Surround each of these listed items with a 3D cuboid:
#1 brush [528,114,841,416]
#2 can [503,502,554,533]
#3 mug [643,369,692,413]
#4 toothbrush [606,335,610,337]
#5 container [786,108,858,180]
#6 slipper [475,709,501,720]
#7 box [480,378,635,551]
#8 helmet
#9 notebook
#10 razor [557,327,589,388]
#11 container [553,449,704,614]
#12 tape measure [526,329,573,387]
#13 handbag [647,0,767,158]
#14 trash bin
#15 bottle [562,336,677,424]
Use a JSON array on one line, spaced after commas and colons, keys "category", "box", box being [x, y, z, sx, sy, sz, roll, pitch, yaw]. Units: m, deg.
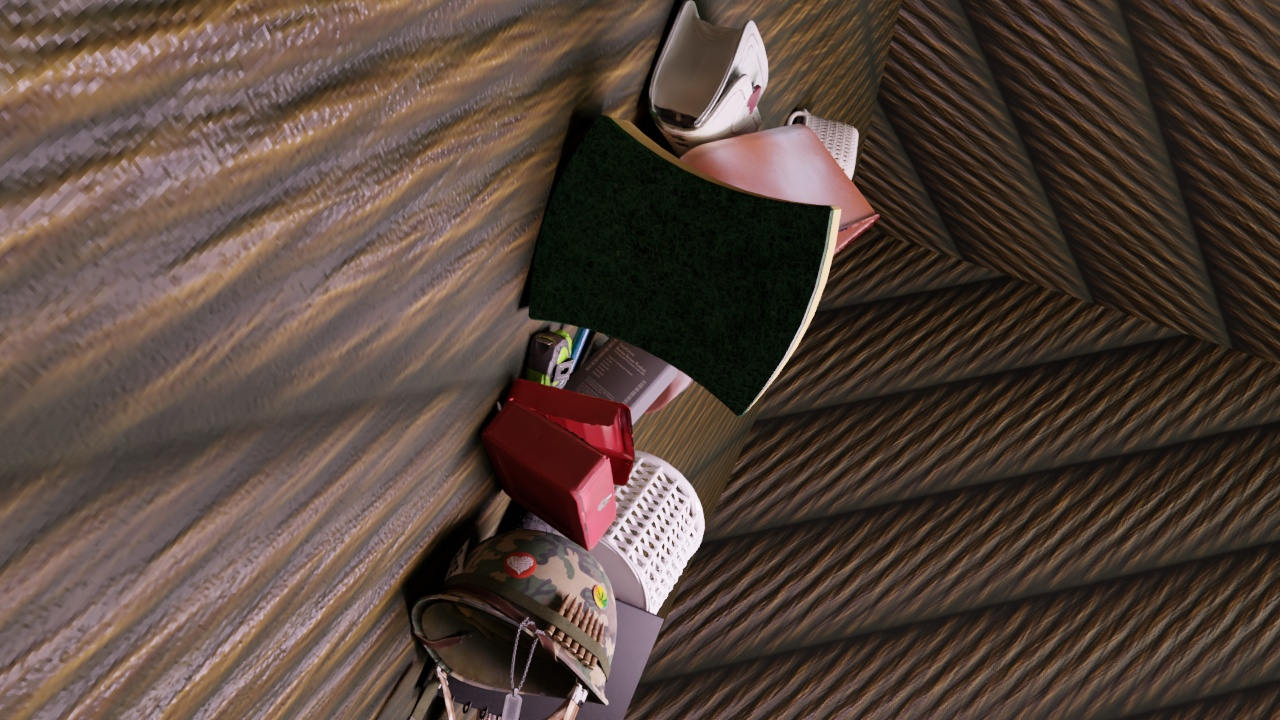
[{"category": "brush", "box": [0.037, -0.088, 0.830, 0.195, 0.250, 0.075, -69, 167, 16]}, {"category": "can", "box": [-0.109, 0.155, 1.051, 0.054, 0.054, 0.137, 65, 47, -71]}, {"category": "mug", "box": [0.015, 0.003, 1.267, 0.110, 0.096, 0.123, -40, 113, -70]}, {"category": "toothbrush", "box": [-0.048, -0.065, 1.017, 0.030, 0.031, 0.197, -60, 160, -12]}, {"category": "container", "box": [0.347, -0.371, 1.843, 0.252, 0.143, 0.184, 93, 9, -54]}, {"category": "slipper", "box": [-0.176, 0.340, 1.057, 0.094, 0.064, 0.239, 28, 70, -80]}, {"category": "box", "box": [-0.084, 0.106, 0.924, 0.158, 0.136, 0.117, 82, 27, -61]}, {"category": "helmet", "box": [-0.124, 0.278, 0.885, 0.224, 0.193, 0.235, 39, 53, -46]}, {"category": "notebook", "box": [-0.105, 0.325, 1.012, 0.169, 0.231, 0.019, -66, -161, -9]}, {"category": "razor", "box": [-0.071, -0.014, 0.978, 0.144, 0.022, 0.042, -62, 168, 9]}, {"category": "container", "box": [-0.037, 0.239, 1.173, 0.186, 0.189, 0.190, -47, 154, -56]}, {"category": "tape measure", "box": [-0.090, 0.002, 0.933, 0.058, 0.036, 0.066, -43, 151, -62]}, {"category": "handbag", "box": [0.080, -0.292, 1.023, 0.198, 0.096, 0.142, 1, 111, -78]}, {"category": "trash bin", "box": [0.122, -0.156, 1.056, 0.259, 0.157, 0.182, -24, 168, -44]}, {"category": "bottle", "box": [-0.006, 0.006, 1.063, 0.173, 0.084, 0.046, -46, 161, -13]}]
